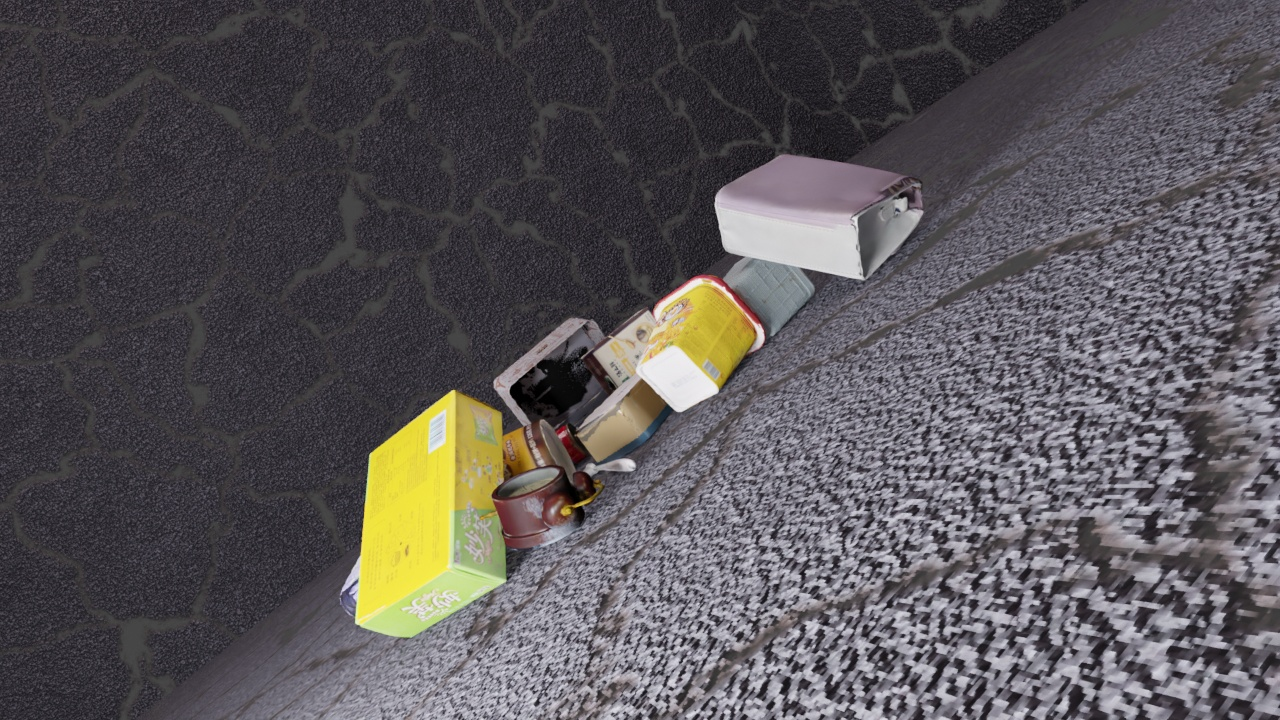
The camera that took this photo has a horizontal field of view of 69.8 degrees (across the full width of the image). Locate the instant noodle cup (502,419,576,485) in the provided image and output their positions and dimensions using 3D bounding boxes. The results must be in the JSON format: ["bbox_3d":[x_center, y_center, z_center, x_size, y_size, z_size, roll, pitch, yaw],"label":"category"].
[{"bbox_3d":[-0.142,0.135,1.064,0.114,0.118,0.118,-28,5,4],"label":"instant noodle cup"}]

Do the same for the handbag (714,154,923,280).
[{"bbox_3d":[0.207,-0.170,1.064,0.197,0.098,0.144,20,50,42],"label":"handbag"}]

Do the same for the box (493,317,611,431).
[{"bbox_3d":[-0.089,0.051,1.358,0.182,0.157,0.193,-41,20,-16],"label":"box"}]

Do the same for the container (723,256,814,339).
[{"bbox_3d":[0.141,-0.074,1.137,0.090,0.090,0.111,-33,9,48],"label":"container"}]

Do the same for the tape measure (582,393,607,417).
[{"bbox_3d":[-0.065,0.073,1.556,0.066,0.033,0.065,-36,6,18],"label":"tape measure"}]

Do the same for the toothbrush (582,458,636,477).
[{"bbox_3d":[-0.036,0.119,1.003,0.016,0.016,0.180,-48,7,-19],"label":"toothbrush"}]

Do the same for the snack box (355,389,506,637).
[{"bbox_3d":[-0.217,0.158,0.952,0.158,0.070,0.209,-34,45,29],"label":"snack box"}]

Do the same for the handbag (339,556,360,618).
[{"bbox_3d":[-0.348,0.278,1.305,0.134,0.075,0.194,-40,10,1],"label":"handbag"}]

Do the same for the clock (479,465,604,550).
[{"bbox_3d":[-0.089,0.138,0.879,0.122,0.055,0.081,-12,13,28],"label":"clock"}]

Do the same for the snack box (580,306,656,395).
[{"bbox_3d":[-0.008,0.007,1.269,0.125,0.113,0.053,-38,4,-17],"label":"snack box"}]

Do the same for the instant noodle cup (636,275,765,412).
[{"bbox_3d":[0.064,-0.015,1.056,0.116,0.116,0.123,-32,19,44],"label":"instant noodle cup"}]

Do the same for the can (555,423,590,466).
[{"bbox_3d":[-0.135,0.144,1.246,0.133,0.053,0.053,-37,5,7],"label":"can"}]

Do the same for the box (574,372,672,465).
[{"bbox_3d":[-0.010,0.062,1.116,0.090,0.060,0.183,-35,7,32],"label":"box"}]

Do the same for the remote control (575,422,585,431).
[{"bbox_3d":[-0.115,0.125,1.488,0.136,0.020,0.056,-39,4,-11],"label":"remote control"}]
